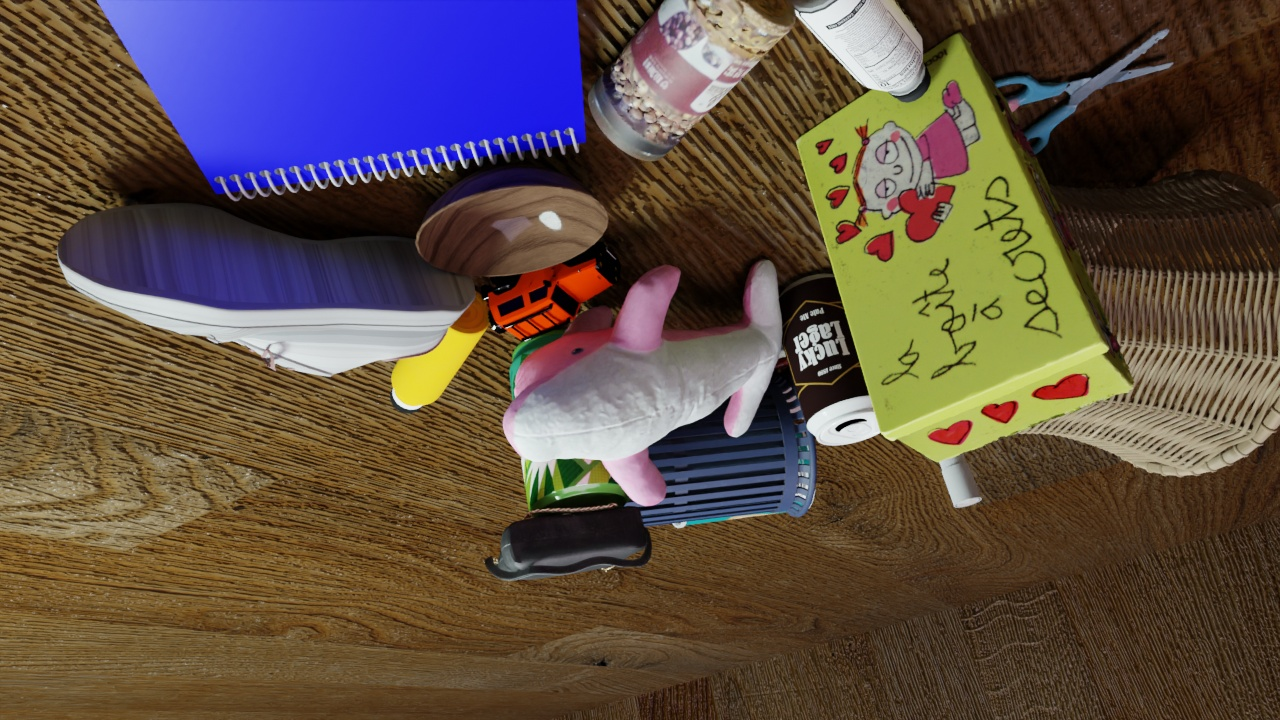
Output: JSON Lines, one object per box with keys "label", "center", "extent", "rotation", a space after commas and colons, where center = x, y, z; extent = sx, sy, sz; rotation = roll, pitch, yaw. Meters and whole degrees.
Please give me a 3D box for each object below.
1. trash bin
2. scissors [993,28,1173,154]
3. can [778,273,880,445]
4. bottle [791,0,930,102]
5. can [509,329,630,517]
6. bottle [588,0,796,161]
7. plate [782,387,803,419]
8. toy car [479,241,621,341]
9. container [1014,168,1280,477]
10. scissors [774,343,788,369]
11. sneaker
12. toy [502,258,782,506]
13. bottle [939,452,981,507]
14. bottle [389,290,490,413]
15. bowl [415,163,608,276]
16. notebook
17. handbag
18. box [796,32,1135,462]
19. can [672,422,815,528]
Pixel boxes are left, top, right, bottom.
{"label": "trash bin", "center": [0.024, 0.091, 0.869], "extent": [0.249, 0.139, 0.139], "rotation": [-5, 152, -10]}
{"label": "scissors", "center": [0.279, -0.166, 0.608], "extent": [0.139, 0.015, 0.118], "rotation": [-9, 154, 8]}
{"label": "can", "center": [0.156, -0.002, 0.747], "extent": [0.072, 0.128, 0.072], "rotation": [-9, 153, -5]}
{"label": "bottle", "center": [0.124, -0.176, 0.496], "extent": [0.041, 0.041, 0.116], "rotation": [-29, 149, 30]}
{"label": "can", "center": [-0.059, 0.054, 0.752], "extent": [0.083, 0.144, 0.083], "rotation": [-10, 153, -5]}
{"label": "bottle", "center": [0.025, -0.157, 0.474], "extent": [0.056, 0.056, 0.105], "rotation": [11, 145, -37]}
{"label": "plate", "center": [0.233, 0.028, 0.932], "extent": [0.188, 0.027, 0.189], "rotation": [-12, 157, -5]}
{"label": "toy car", "center": [-0.063, -0.051, 0.653], "extent": [0.100, 0.048, 0.051], "rotation": [-21, 152, 18]}
{"label": "container", "center": [0.309, -0.034, 0.664], "extent": [0.196, 0.226, 0.227], "rotation": [4, 150, -14]}
{"label": "scissors", "center": [0.199, -0.022, 0.853], "extent": [0.188, 0.015, 0.140], "rotation": [-1, 150, -20]}
{"label": "sneaker", "center": [-0.226, -0.031, 0.573], "extent": [0.235, 0.099, 0.090], "rotation": [4, 135, -32]}
{"label": "toy", "center": [-0.004, 0.004, 0.695], "extent": [0.264, 0.128, 0.187], "rotation": [-15, 122, -37]}
{"label": "bottle", "center": [0.238, 0.026, 0.760], "extent": [0.052, 0.195, 0.052], "rotation": [-9, 153, -5]}
{"label": "bottle", "center": [-0.161, -0.002, 0.713], "extent": [0.043, 0.043, 0.144], "rotation": [5, 149, -30]}
{"label": "bowl", "center": [-0.081, -0.092, 0.573], "extent": [0.119, 0.032, 0.119], "rotation": [-11, 163, -3]}
{"label": "notebook", "center": [-0.135, -0.153, 0.459], "extent": [0.209, 0.022, 0.172], "rotation": [-9, 151, -5]}
{"label": "handbag", "center": [-0.057, 0.147, 0.713], "extent": [0.128, 0.054, 0.079], "rotation": [-4, 156, -20]}
{"label": "box", "center": [0.178, -0.064, 0.531], "extent": [0.125, 0.220, 0.079], "rotation": [-27, 142, 32]}
{"label": "can", "center": [0.104, 0.124, 1.001], "extent": [0.144, 0.099, 0.099], "rotation": [-5, 152, -13]}
